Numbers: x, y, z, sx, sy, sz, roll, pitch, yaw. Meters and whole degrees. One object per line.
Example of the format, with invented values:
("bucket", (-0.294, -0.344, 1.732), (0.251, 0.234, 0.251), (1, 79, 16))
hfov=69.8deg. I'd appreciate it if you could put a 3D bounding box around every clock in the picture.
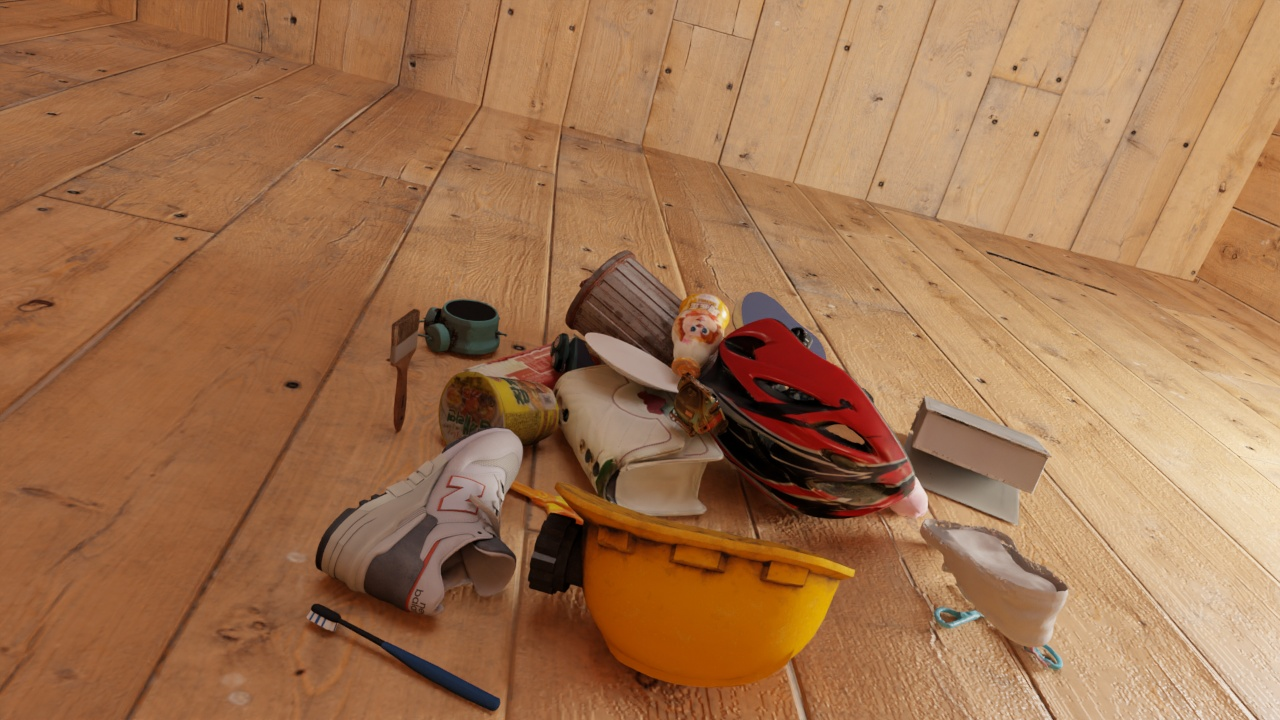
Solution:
("clock", (-0.245, -0.045, 1.227), (0.124, 0.053, 0.090), (2, 26, -22))

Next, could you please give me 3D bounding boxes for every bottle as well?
("bottle", (0.068, -0.028, 1.104), (0.063, 0.063, 0.108), (17, 54, 4))

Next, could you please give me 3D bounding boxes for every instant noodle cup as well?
("instant noodle cup", (-0.149, 0.059, 1.010), (0.102, 0.102, 0.108), (32, 20, 32))

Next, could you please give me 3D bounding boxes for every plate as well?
("plate", (-0.006, 0.006, 1.063), (0.134, 0.011, 0.134), (27, 13, -7))

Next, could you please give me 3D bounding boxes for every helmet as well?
("helmet", (0.036, 0.196, 0.756), (0.255, 0.131, 0.205), (13, -8, 9))
("helmet", (0.183, 0.077, 1.045), (0.272, 0.218, 0.166), (40, 76, 23))

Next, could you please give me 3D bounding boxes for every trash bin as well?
("trash bin", (0.008, -0.040, 1.211), (0.211, 0.131, 0.130), (41, 29, 10))

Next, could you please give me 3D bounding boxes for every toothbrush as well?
("toothbrush", (-0.181, 0.226, 0.700), (0.168, 0.014, 0.014), (24, -9, 11))

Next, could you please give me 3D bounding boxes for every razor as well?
("razor", (-0.057, 0.025, 1.153), (0.143, 0.047, 0.052), (42, 58, -3))

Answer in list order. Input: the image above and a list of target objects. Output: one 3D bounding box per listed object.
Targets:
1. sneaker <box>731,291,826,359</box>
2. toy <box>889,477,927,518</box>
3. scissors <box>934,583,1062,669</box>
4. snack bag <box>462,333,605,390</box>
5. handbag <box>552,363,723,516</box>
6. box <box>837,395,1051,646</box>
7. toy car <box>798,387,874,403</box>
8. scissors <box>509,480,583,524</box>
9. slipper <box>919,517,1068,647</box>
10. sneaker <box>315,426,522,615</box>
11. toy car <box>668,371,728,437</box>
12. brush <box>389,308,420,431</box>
("sneaker", (0.152, -0.020, 1.278), (0.119, 0.091, 0.232), (-15, -24, 35))
("toy", (0.315, 0.155, 1.105), (0.110, 0.047, 0.063), (52, 6, -47))
("scissors", (0.363, 0.274, 0.947), (0.135, 0.015, 0.135), (5, 19, -32))
("snack bag", (-0.128, 0.015, 1.183), (0.077, 0.041, 0.224), (29, 25, 25))
("handbag", (-0.011, 0.083, 1.030), (0.141, 0.096, 0.198), (5, 26, -27))
("box", (0.414, 0.246, 1.302), (0.169, 0.405, 0.171), (22, 24, 15))
("toy car", (0.279, 0.059, 1.334), (0.120, 0.044, 0.056), (6, 25, -14))
("scissors", (-0.099, 0.140, 0.950), (0.130, 0.013, 0.070), (26, 24, 20))
("slipper", (0.363, 0.221, 0.959), (0.112, 0.075, 0.246), (21, 8, -7))
("sneaker", (-0.156, 0.151, 0.816), (0.124, 0.089, 0.239), (31, 36, 23))
("toy car", (0.058, 0.055, 0.964), (0.047, 0.047, 0.112), (43, -7, 27))
("brush", (-0.252, 0.015, 0.970), (0.008, 0.143, 0.045), (19, 32, 11))
